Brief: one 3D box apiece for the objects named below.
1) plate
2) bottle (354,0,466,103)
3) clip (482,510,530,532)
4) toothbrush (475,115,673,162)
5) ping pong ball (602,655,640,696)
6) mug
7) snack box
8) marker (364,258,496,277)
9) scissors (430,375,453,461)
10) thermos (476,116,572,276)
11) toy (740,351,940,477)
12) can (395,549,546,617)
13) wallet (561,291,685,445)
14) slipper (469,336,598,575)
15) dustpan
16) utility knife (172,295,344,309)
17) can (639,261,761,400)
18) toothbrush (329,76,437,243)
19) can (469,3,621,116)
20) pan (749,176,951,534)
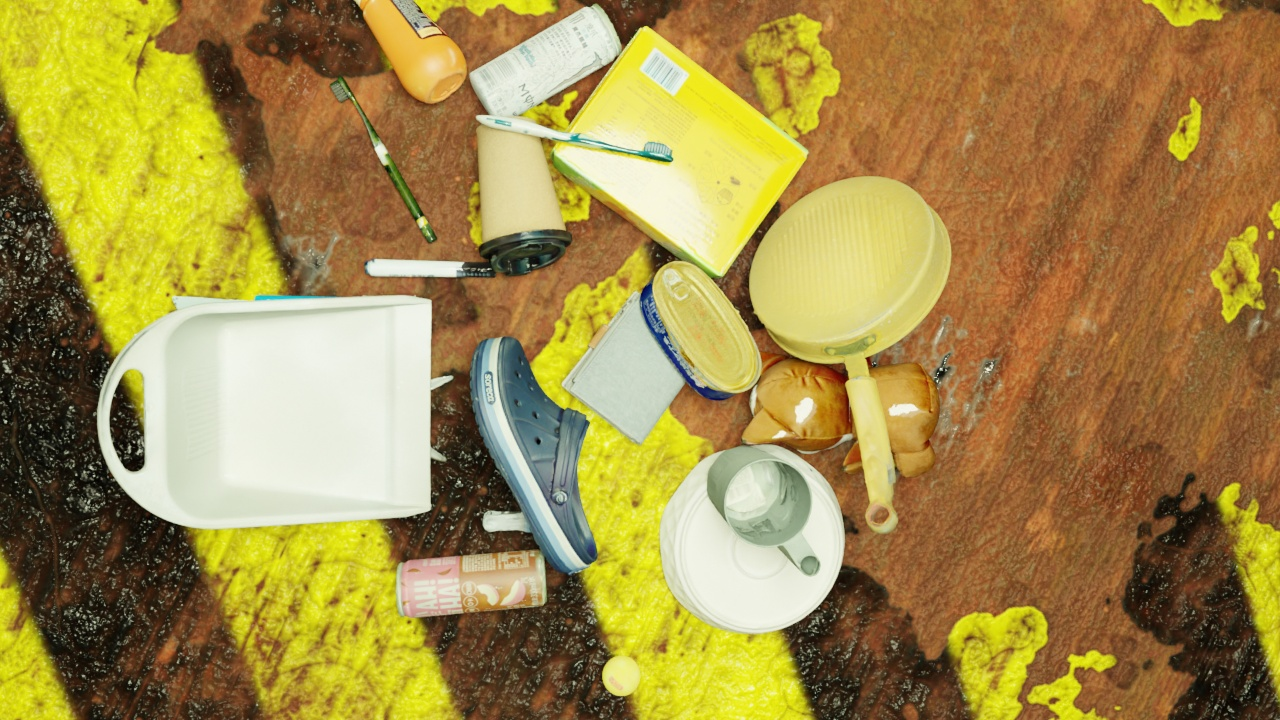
[{"bbox_3d":[0.123,0.194,0.972,0.205,0.045,0.205,0,93,-6],"label":"plate"},{"bbox_3d":[-0.234,-0.325,0.896,0.066,0.067,0.149,-37,89,-3],"label":"bottle"},{"bbox_3d":[-0.135,0.167,0.955,0.058,0.036,0.025,3,95,-7],"label":"clip"},{"bbox_3d":[-0.061,-0.214,0.873,0.191,0.016,0.018,11,81,-3],"label":"toothbrush"},{"bbox_3d":[-0.020,0.332,0.966,0.040,0.040,0.040,0,93,-7],"label":"ping pong ball"},{"bbox_3d":[0.122,0.145,0.894,0.083,0.103,0.124,-33,97,-4],"label":"mug"},{"bbox_3d":[0.037,-0.204,0.926,0.210,0.070,0.157,35,89,-7],"label":"snack box"},{"bbox_3d":[-0.212,-0.094,0.930,0.130,0.023,0.018,1,67,-8],"label":"marker"},{"bbox_3d":[-0.308,0.053,0.928,0.232,0.021,0.221,-42,98,-1],"label":"scissors"},{"bbox_3d":[-0.122,-0.161,0.906,0.093,0.093,0.143,-10,86,-6],"label":"thermos"},{"bbox_3d":[0.201,0.052,0.946,0.199,0.139,0.131,6,134,-5],"label":"toy"},{"bbox_3d":[-0.170,0.227,0.935,0.147,0.058,0.058,-4,94,-6],"label":"can"},{"bbox_3d":[-0.006,0.006,0.948,0.106,0.037,0.129,38,75,-4],"label":"wallet"},{"bbox_3d":[-0.091,0.091,0.911,0.095,0.105,0.253,-21,98,2],"label":"slipper"},{"bbox_3d":[-0.333,0.050,0.844,0.257,0.142,0.223,1,95,-4],"label":"dustpan"},{"bbox_3d":[-0.351,-0.051,0.917,0.223,0.018,0.034,3,95,-8],"label":"utility knife"},{"bbox_3d":[0.059,-0.028,0.925,0.074,0.049,0.148,-35,89,-24],"label":"can"},{"bbox_3d":[-0.258,-0.200,0.923,0.017,0.012,0.186,-29,96,2],"label":"toothbrush"},{"bbox_3d":[-0.094,-0.294,0.912,0.146,0.058,0.058,-31,96,-4],"label":"can"},{"bbox_3d":[0.204,-0.016,0.867,0.198,0.078,0.356,-17,53,30],"label":"pan"}]
